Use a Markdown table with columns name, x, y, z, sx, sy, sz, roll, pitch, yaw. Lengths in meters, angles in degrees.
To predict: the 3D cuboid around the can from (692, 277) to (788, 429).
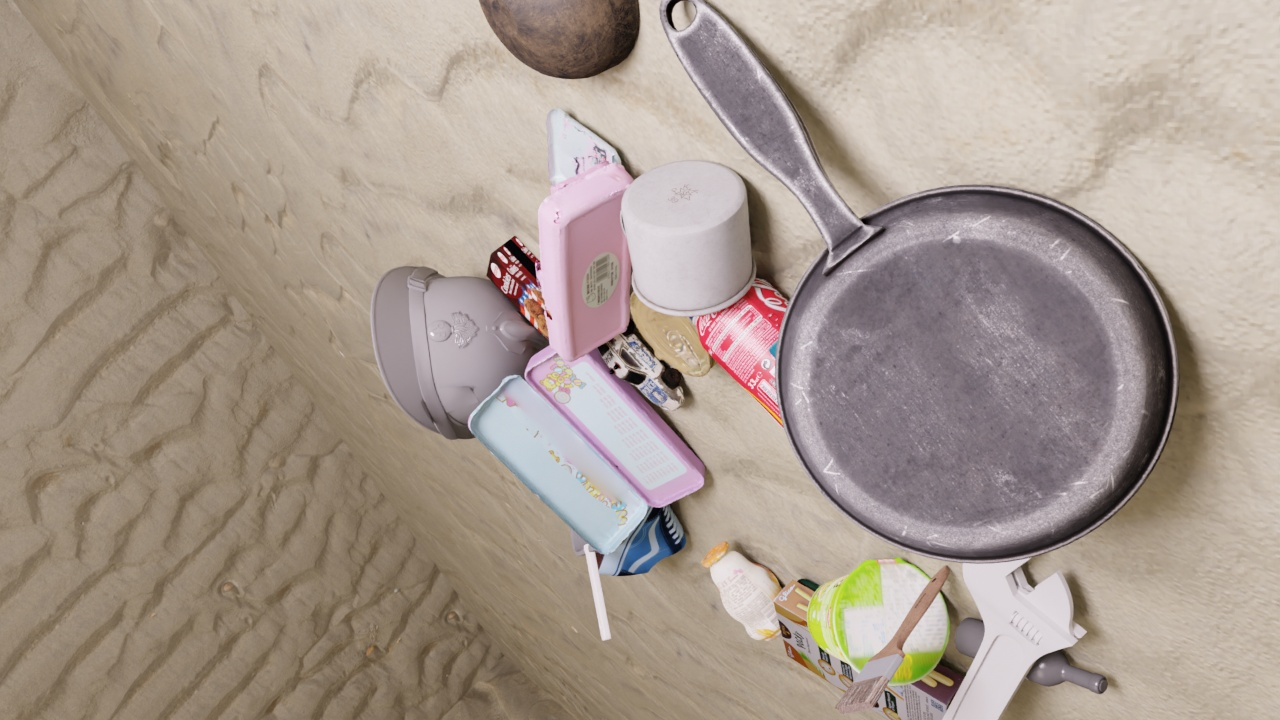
| name | x | y | z | sx | sy | sz | roll | pitch | yaw |
| --- | --- | --- | --- | --- | --- | --- | --- | --- | --- |
| can | 0.090 | -0.007 | 0.628 | 0.105 | 0.064 | 0.064 | 46 | 157 | 16 |

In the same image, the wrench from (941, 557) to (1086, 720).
| name | x | y | z | sx | sy | sz | roll | pitch | yaw |
| --- | --- | --- | --- | --- | --- | --- | --- | --- | --- |
| wrench | 0.259 | 0.230 | 0.694 | 0.087 | 0.018 | 0.274 | 42 | 145 | 34 |

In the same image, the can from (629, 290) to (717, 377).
| name | x | y | z | sx | sy | sz | roll | pitch | yaw |
| --- | --- | --- | --- | --- | --- | --- | --- | --- | --- |
| can | 0.035 | -0.032 | 0.714 | 0.086 | 0.043 | 0.086 | 38 | 155 | 22 |

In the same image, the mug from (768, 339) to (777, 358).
| name | x | y | z | sx | sy | sz | roll | pitch | yaw |
| --- | --- | --- | --- | --- | --- | --- | --- | --- | --- |
| mug | 0.132 | 0.011 | 0.535 | 0.107 | 0.113 | 0.083 | 49 | 131 | 5 |

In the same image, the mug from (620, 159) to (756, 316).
| name | x | y | z | sx | sy | sz | roll | pitch | yaw |
| --- | --- | --- | --- | --- | --- | --- | --- | --- | --- |
| mug | 0.022 | -0.087 | 0.608 | 0.113 | 0.084 | 0.071 | 36 | 152 | 36 |

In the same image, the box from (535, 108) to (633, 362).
| name | x | y | z | sx | sy | sz | roll | pitch | yaw |
| --- | --- | --- | --- | --- | --- | --- | --- | --- | --- |
| box | -0.058 | -0.098 | 0.737 | 0.102 | 0.086 | 0.202 | 51 | 160 | 24 |

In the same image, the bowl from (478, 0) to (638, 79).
| name | x | y | z | sx | sy | sz | roll | pitch | yaw |
| --- | --- | --- | --- | --- | --- | --- | --- | --- | --- |
| bowl | -0.064 | -0.226 | 0.572 | 0.121 | 0.056 | 0.121 | 38 | 154 | 22 |

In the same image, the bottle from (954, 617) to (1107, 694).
| name | x | y | z | sx | sy | sz | roll | pitch | yaw |
| --- | --- | --- | --- | --- | --- | --- | --- | --- | --- |
| bottle | 0.291 | 0.223 | 0.685 | 0.113 | 0.030 | 0.030 | 6 | 133 | 56 |

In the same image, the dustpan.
| name | x | y | z | sx | sy | sz | roll | pitch | yaw |
| --- | --- | --- | --- | --- | --- | --- | --- | --- | --- |
| dustpan | -0.051 | 0.179 | 1.029 | 0.163 | 0.033 | 0.257 | 136 | 124 | -66 |

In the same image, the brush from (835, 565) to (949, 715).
| name | x | y | z | sx | sy | sz | roll | pitch | yaw |
| --- | --- | --- | --- | --- | --- | --- | --- | --- | --- |
| brush | 0.194 | 0.204 | 0.681 | 0.008 | 0.142 | 0.045 | 44 | 148 | 5 |

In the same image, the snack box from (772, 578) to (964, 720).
| name | x | y | z | sx | sy | sz | roll | pitch | yaw |
| --- | --- | --- | --- | --- | --- | --- | --- | --- | --- |
| snack box | 0.218 | 0.293 | 0.880 | 0.186 | 0.031 | 0.101 | 24 | 145 | 40 |

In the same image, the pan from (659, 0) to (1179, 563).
| name | x | y | z | sx | sy | sz | roll | pitch | yaw |
| --- | --- | --- | --- | --- | --- | --- | --- | --- | --- |
| pan | 0.108 | -0.059 | 0.465 | 0.188 | 0.055 | 0.357 | -39 | 79 | 23 |

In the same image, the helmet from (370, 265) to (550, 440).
| name | x | y | z | sx | sy | sz | roll | pitch | yaw |
| --- | --- | --- | --- | --- | --- | --- | --- | --- | --- |
| helmet | -0.158 | -0.018 | 0.950 | 0.271 | 0.118 | 0.183 | 27 | -127 | -72 |

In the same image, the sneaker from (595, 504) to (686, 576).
| name | x | y | z | sx | sy | sz | roll | pitch | yaw |
| --- | --- | --- | --- | --- | --- | --- | --- | --- | --- |
| sneaker | 0.013 | 0.176 | 1.065 | 0.242 | 0.098 | 0.083 | 108 | 161 | -49 |

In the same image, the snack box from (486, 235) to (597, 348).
| name | x | y | z | sx | sy | sz | roll | pitch | yaw |
| --- | --- | --- | --- | --- | --- | --- | --- | --- | --- |
| snack box | -0.091 | -0.054 | 0.908 | 0.141 | 0.031 | 0.051 | 46 | 156 | 5 |

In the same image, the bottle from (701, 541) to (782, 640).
| name | x | y | z | sx | sy | sz | roll | pitch | yaw |
| --- | --- | --- | --- | --- | --- | --- | --- | --- | --- |
| bottle | 0.113 | 0.243 | 0.975 | 0.109 | 0.063 | 0.063 | 48 | 156 | 0 |

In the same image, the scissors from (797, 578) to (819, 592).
| name | x | y | z | sx | sy | sz | roll | pitch | yaw |
| --- | --- | --- | --- | --- | --- | --- | --- | --- | --- |
| scissors | 0.213 | 0.296 | 0.945 | 0.147 | 0.015 | 0.210 | 29 | 148 | 31 |

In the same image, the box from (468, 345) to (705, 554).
| name | x | y | z | sx | sy | sz | roll | pitch | yaw |
| --- | --- | --- | --- | --- | --- | --- | --- | --- | --- |
| box | -0.051 | 0.085 | 0.903 | 0.214 | 0.150 | 0.048 | 48 | -172 | -23 |

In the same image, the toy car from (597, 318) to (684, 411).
| name | x | y | z | sx | sy | sz | roll | pitch | yaw |
| --- | --- | --- | --- | --- | --- | --- | --- | --- | --- |
| toy car | -0.005 | 0.005 | 0.842 | 0.113 | 0.040 | 0.049 | 47 | 157 | 1 |

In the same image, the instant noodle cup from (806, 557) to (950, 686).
| name | x | y | z | sx | sy | sz | roll | pitch | yaw |
| --- | --- | --- | --- | --- | --- | --- | --- | --- | --- |
| instant noodle cup | 0.193 | 0.221 | 0.782 | 0.099 | 0.098 | 0.108 | 46 | 164 | 5 |
